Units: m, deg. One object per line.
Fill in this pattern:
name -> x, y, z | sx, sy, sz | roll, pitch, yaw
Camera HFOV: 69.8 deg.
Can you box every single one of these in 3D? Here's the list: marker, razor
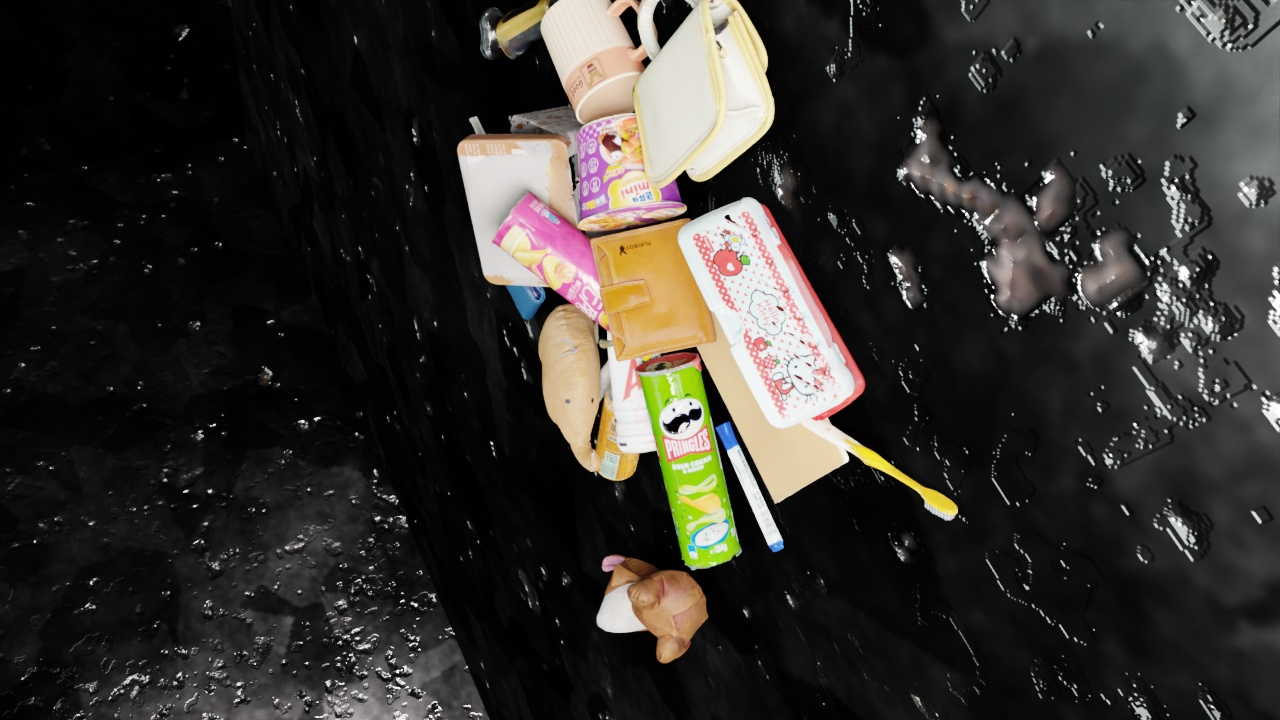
marker -> 0.117, 0.135, 0.981 | 0.145, 0.016, 0.017 | 66, 154, 9
razor -> -0.138, -0.398, 1.077 | 0.067, 0.062, 0.168 | 49, 158, -26

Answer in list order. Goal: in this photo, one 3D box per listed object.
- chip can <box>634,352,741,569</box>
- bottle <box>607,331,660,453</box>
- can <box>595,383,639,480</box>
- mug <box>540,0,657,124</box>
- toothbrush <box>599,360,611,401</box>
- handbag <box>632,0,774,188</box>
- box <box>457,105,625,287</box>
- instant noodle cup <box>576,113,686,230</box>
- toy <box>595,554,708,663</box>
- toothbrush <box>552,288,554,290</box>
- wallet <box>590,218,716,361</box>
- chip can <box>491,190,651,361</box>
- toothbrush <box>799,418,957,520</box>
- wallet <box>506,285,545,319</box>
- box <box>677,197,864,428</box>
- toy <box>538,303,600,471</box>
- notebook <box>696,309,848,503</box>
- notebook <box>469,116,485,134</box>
chip can -> 0.056, 0.112, 1.024 | 0.072, 0.072, 0.236 | 10, 116, 61
bottle -> -0.006, 0.006, 1.068 | 0.068, 0.068, 0.197 | -1, 98, 63
can -> -0.024, 0.090, 1.175 | 0.058, 0.058, 0.146 | 53, 149, 32
mug -> -0.036, -0.312, 0.918 | 0.115, 0.081, 0.106 | -33, 74, 36
toothbrush -> -0.055, 0.036, 1.235 | 0.222, 0.026, 0.026 | 129, 157, -60
handbag -> 0.046, -0.259, 0.814 | 0.164, 0.063, 0.178 | -28, 73, 64
box -> -0.116, -0.178, 1.048 | 0.151, 0.168, 0.182 | 37, 138, 50
instant noodle cup -> -0.016, -0.190, 0.927 | 0.112, 0.111, 0.099 | -7, 93, 63
toy -> 0.004, 0.327, 1.224 | 0.140, 0.130, 0.200 | 68, 164, -8
toothbrush -> -0.153, -0.196, 1.271 | 0.027, 0.026, 0.212 | -5, -107, -83
wallet -> 0.007, -0.070, 0.942 | 0.035, 0.119, 0.130 | -142, 39, -86
chip can -> -0.056, -0.090, 0.987 | 0.210, 0.071, 0.072 | 38, 153, -6
toothbrush -> 0.193, 0.084, 0.792 | 0.191, 0.016, 0.018 | 34, 145, 44
wallet -> -0.174, -0.119, 1.328 | 0.106, 0.040, 0.133 | 63, 164, 1
box -> 0.104, -0.038, 0.799 | 0.201, 0.099, 0.096 | 64, 152, 14
toy -> -0.085, 0.030, 1.159 | 0.144, 0.082, 0.225 | 84, 178, -50
notebook -> 0.120, 0.029, 0.914 | 0.207, 0.008, 0.148 | 64, 153, 14
notebook -> -0.180, -0.217, 1.241 | 0.209, 0.012, 0.150 | 92, 152, -75
